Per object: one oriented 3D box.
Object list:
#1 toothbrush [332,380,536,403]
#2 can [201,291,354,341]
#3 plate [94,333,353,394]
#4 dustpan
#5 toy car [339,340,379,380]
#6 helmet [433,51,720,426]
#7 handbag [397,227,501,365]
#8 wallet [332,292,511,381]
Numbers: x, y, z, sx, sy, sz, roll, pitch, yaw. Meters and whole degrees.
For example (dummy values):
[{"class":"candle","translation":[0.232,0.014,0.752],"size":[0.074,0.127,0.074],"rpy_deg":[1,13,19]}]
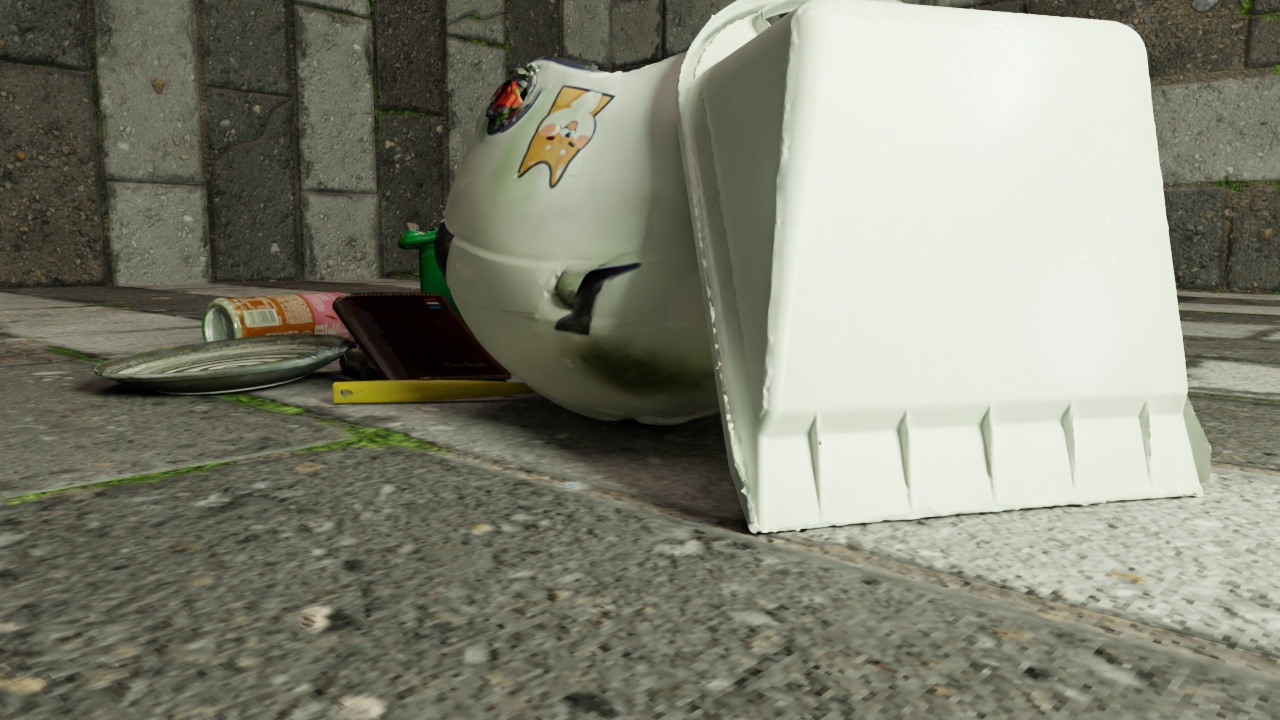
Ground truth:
[{"class":"toothbrush","translation":[-0.114,0.020,0.636],"size":[0.190,0.015,0.016],"rpy_deg":[-1,3,-11]},{"class":"can","translation":[-0.343,-0.035,0.887],"size":[0.058,0.058,0.147],"rpy_deg":[5,8,30]},{"class":"plate","translation":[-0.310,0.004,0.695],"size":[0.179,0.024,0.179],"rpy_deg":[-4,10,1]},{"class":"dustpan","translation":[0.123,-0.069,0.433],"size":[0.222,0.258,0.143],"rpy_deg":[-2,3,-15]},{"class":"toy car","translation":[-0.214,-0.004,0.746],"size":[0.042,0.035,0.091],"rpy_deg":[-4,6,-36]},{"class":"helmet","translation":[-0.017,-0.048,0.541],"size":[0.275,0.230,0.156],"rpy_deg":[4,51,35]},{"class":"handbag","translation":[-0.150,-0.057,0.796],"size":[0.120,0.131,0.068],"rpy_deg":[-4,-4,-2]},{"class":"wallet","translation":[-0.168,-0.014,0.701],"size":[0.096,0.020,0.122],"rpy_deg":[-7,38,-39]}]
